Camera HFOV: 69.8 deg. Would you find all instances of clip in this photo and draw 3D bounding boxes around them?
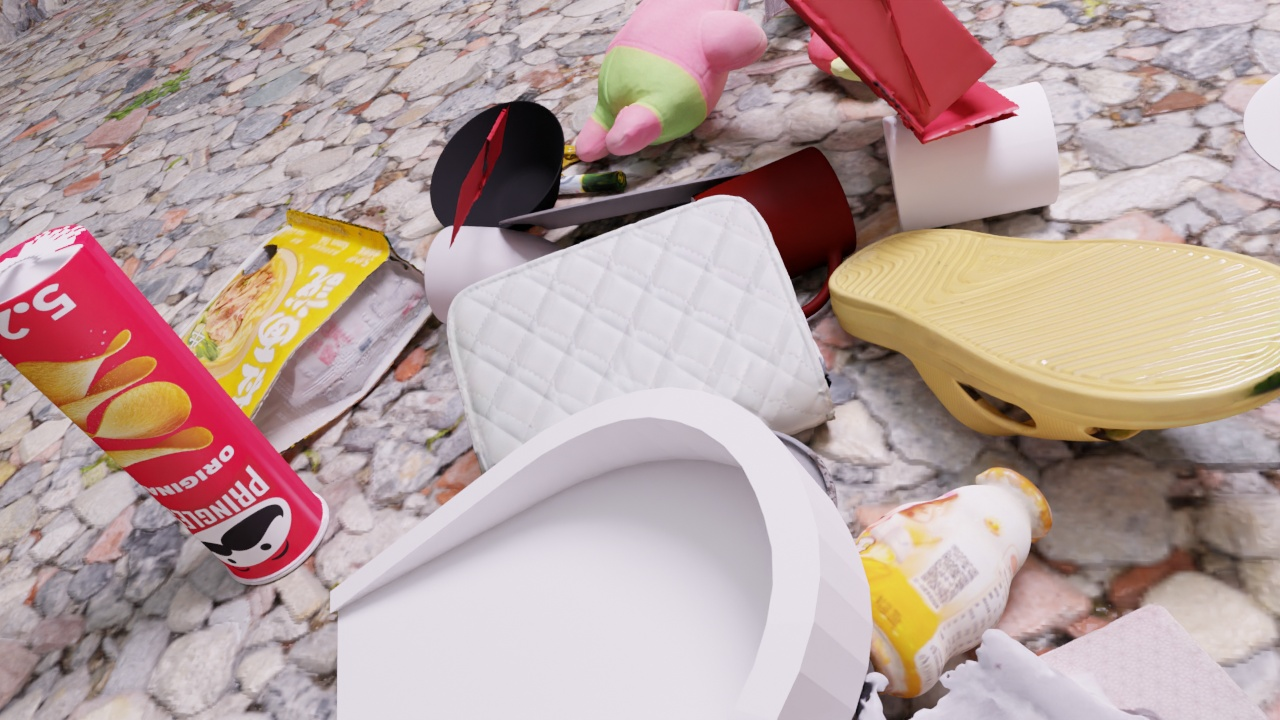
[{"bbox_3d":[-0.075,-0.176,0.805,0.054,0.046,0.048,32,98,46],"label":"clip"}]

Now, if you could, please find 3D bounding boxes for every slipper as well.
[{"bbox_3d":[0.187,-0.008,0.448,0.099,0.078,0.263,-32,23,-11],"label":"slipper"}]

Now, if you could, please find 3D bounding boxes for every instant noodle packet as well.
[{"bbox_3d":[-0.275,-0.004,0.676,0.163,0.084,0.221,17,61,41],"label":"instant noodle packet"}]

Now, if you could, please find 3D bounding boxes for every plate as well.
[{"bbox_3d":[-0.010,-0.108,0.642,0.178,0.012,0.178,-11,9,2],"label":"plate"},{"bbox_3d":[0.442,-0.155,0.511,0.174,0.036,0.173,-14,40,12],"label":"plate"}]

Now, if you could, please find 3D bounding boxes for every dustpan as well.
[{"bbox_3d":[-0.040,0.117,0.365,0.258,0.053,0.191,-30,47,14],"label":"dustpan"}]

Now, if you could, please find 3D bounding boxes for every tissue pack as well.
[{"bbox_3d":[0.122,0.153,0.308,0.181,0.071,0.103,-27,40,2],"label":"tissue pack"}]

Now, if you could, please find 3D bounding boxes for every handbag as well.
[{"bbox_3d":[-0.003,0.003,0.513,0.195,0.072,0.138,-19,70,5],"label":"handbag"}]

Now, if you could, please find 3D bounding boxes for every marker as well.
[{"bbox_3d":[-0.078,-0.147,0.777,0.147,0.017,0.017,1,46,28],"label":"marker"}]

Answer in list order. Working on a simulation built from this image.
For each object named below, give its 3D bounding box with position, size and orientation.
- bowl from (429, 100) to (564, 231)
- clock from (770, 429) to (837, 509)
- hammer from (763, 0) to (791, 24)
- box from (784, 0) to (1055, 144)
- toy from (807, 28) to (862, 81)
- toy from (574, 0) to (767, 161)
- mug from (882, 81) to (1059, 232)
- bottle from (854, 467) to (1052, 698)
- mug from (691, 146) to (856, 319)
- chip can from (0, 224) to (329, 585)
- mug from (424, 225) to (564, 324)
[{"bbox_3d":[-0.104,-0.143,0.745,0.124,0.052,0.124,-10,64,22],"label":"bowl"},{"bbox_3d":[0.030,0.087,0.432,0.148,0.056,0.104,-26,40,-5],"label":"clock"},{"bbox_3d":[0.255,-0.328,0.763,0.301,0.037,0.217,1,27,20],"label":"hammer"},{"bbox_3d":[0.241,-0.242,0.540,0.375,0.148,0.212,-11,27,8],"label":"box"},{"bbox_3d":[0.182,-0.263,0.754,0.091,0.045,0.135,-20,35,-2],"label":"toy"},{"bbox_3d":[0.031,-0.264,0.761,0.192,0.096,0.236,21,82,58],"label":"toy"},{"bbox_3d":[0.206,-0.129,0.583,0.091,0.074,0.110,-10,16,16],"label":"mug"},{"bbox_3d":[0.122,0.087,0.381,0.108,0.063,0.063,-32,39,-22],"label":"bottle"},{"bbox_3d":[0.089,-0.073,0.576,0.082,0.073,0.105,-23,63,1],"label":"mug"},{"bbox_3d":[-0.260,0.033,0.505,0.069,0.221,0.069,-14,40,12],"label":"chip can"},{"bbox_3d":[-0.086,-0.062,0.658,0.089,0.071,0.107,5,19,22],"label":"mug"}]
